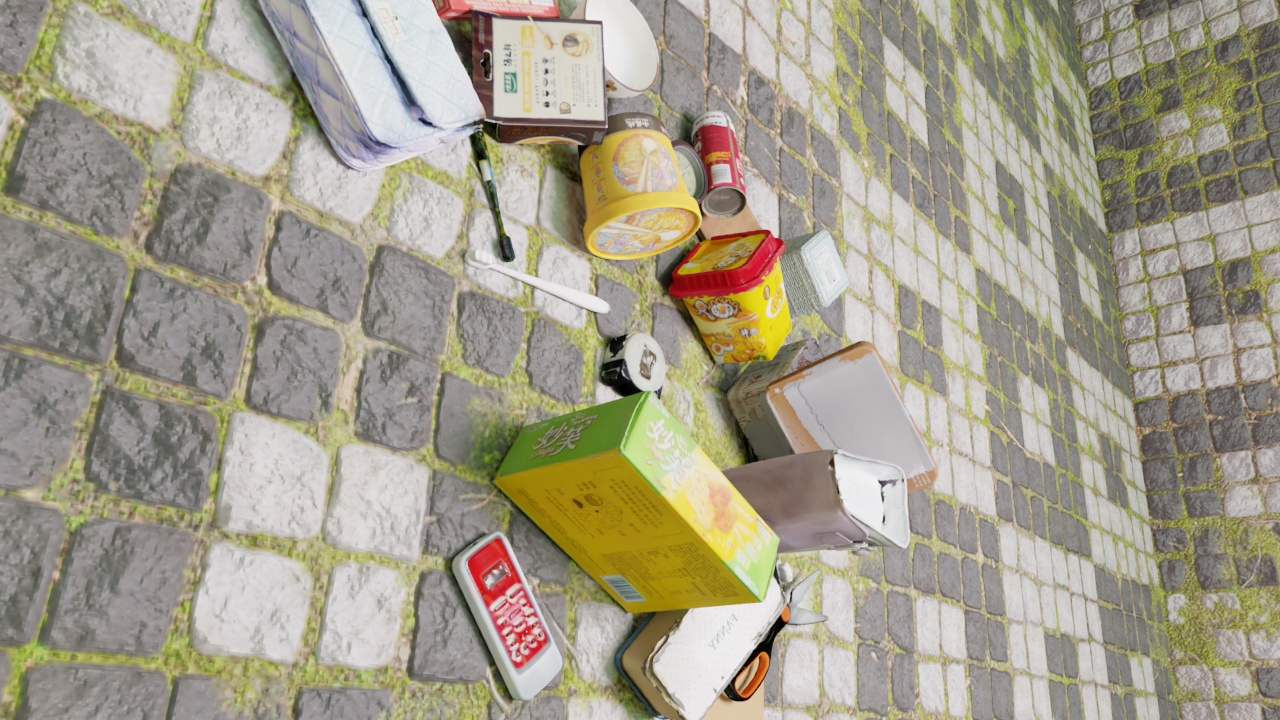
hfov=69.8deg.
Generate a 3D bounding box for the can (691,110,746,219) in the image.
[{"bbox_3d":[0.091,-0.233,1.084,0.053,0.053,0.132,30,43,-40],"label":"can"}]

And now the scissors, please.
[{"bbox_3d":[0.139,0.288,1.000,0.221,0.022,0.210,41,52,-35],"label":"scissors"}]

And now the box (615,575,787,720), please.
[{"bbox_3d":[0.058,0.261,0.874,0.183,0.060,0.090,-40,104,-31],"label":"box"}]

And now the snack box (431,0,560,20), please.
[{"bbox_3d":[-0.146,-0.371,0.895,0.152,0.026,0.075,-22,96,-50],"label":"snack box"}]

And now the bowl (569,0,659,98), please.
[{"bbox_3d":[-0.040,-0.329,0.977,0.113,0.062,0.113,21,62,-45],"label":"bowl"}]

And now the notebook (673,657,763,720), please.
[{"bbox_3d":[0.085,0.323,0.952,0.149,0.012,0.211,25,60,-43],"label":"notebook"}]

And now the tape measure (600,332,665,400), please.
[{"bbox_3d":[-0.006,0.005,0.932,0.065,0.034,0.065,36,53,-39],"label":"tape measure"}]

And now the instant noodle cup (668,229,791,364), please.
[{"bbox_3d":[0.111,-0.068,1.038,0.115,0.116,0.124,-51,128,-44],"label":"instant noodle cup"}]

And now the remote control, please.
[{"bbox_3d":[-0.108,0.211,0.757,0.055,0.020,0.136,-32,102,-50],"label":"remote control"}]

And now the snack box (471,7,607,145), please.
[{"bbox_3d":[-0.096,-0.267,0.870,0.125,0.053,0.113,-1,77,-9],"label":"snack box"}]

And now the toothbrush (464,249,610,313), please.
[{"bbox_3d":[-0.090,-0.073,0.871,0.180,0.016,0.016,19,66,-45],"label":"toothbrush"}]

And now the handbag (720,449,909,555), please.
[{"bbox_3d":[0.155,0.153,0.942,0.145,0.198,0.098,26,59,-41],"label":"handbag"}]

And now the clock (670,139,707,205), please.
[{"bbox_3d":[0.032,-0.189,1.020,0.082,0.055,0.121,17,67,-46],"label":"clock"}]

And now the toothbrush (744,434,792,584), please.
[{"bbox_3d":[0.147,0.172,1.069,0.015,0.018,0.181,-11,85,-47],"label":"toothbrush"}]

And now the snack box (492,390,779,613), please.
[{"bbox_3d":[0.000,0.132,0.799,0.210,0.158,0.069,50,44,-26],"label":"snack box"}]

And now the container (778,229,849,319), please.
[{"bbox_3d":[0.183,-0.101,1.123,0.089,0.112,0.090,-39,107,-48],"label":"container"}]

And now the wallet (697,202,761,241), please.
[{"bbox_3d":[0.101,-0.175,1.125,0.101,0.020,0.115,59,44,-17],"label":"wallet"}]

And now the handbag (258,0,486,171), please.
[{"bbox_3d":[-0.215,-0.260,0.742,0.133,0.076,0.194,-40,109,-48],"label":"handbag"}]

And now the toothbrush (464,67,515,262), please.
[{"bbox_3d":[-0.142,-0.181,0.846,0.012,0.017,0.186,-14,88,-13],"label":"toothbrush"}]

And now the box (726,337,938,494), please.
[{"bbox_3d":[0.228,0.064,1.049,0.183,0.194,0.156,61,35,-14],"label":"box"}]

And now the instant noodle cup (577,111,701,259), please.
[{"bbox_3d":[-0.008,-0.178,0.930,0.118,0.119,0.114,6,65,-48],"label":"instant noodle cup"}]
